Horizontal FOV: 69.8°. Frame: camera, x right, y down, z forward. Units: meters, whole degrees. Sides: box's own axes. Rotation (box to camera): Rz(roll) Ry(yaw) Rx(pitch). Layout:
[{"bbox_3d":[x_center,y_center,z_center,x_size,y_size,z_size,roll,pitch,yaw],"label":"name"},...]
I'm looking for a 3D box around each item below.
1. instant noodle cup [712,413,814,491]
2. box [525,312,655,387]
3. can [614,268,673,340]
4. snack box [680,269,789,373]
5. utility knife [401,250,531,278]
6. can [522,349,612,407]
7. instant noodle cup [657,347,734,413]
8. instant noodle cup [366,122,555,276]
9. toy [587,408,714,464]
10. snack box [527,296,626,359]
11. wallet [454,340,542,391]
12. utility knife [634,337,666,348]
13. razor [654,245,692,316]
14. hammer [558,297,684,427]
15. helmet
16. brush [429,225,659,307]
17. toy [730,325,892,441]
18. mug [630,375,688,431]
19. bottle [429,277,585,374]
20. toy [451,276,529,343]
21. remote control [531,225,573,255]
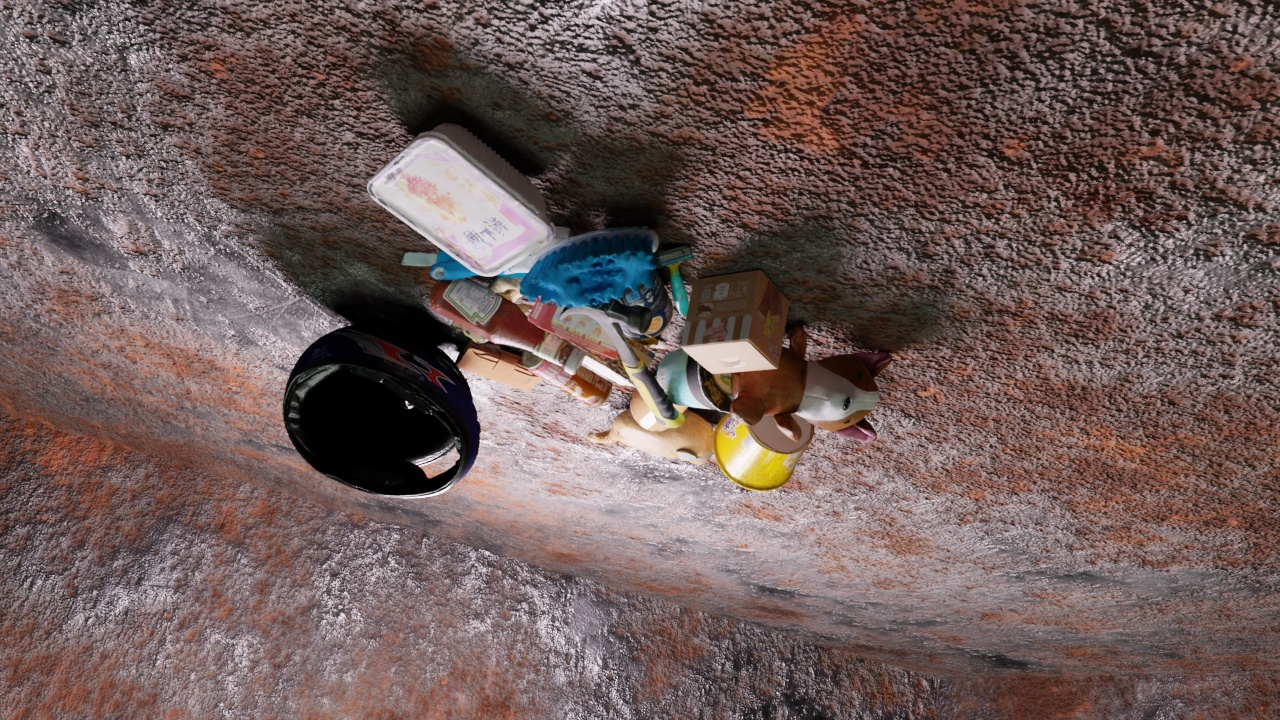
[{"bbox_3d":[0.188,0.110,1.363,0.138,0.137,0.110,16,147,-6],"label":"instant noodle cup"},{"bbox_3d":[-0.070,-0.027,1.248,0.184,0.060,0.090,35,166,-39],"label":"box"},{"bbox_3d":[-0.009,-0.083,1.093,0.075,0.075,0.111,5,155,19],"label":"can"},{"bbox_3d":[0.113,-0.044,1.091,0.093,0.094,0.077,-5,151,36],"label":"snack box"},{"bbox_3d":[-0.223,-0.125,1.170,0.198,0.034,0.018,5,-165,22],"label":"utility knife"},{"bbox_3d":[-0.109,0.019,1.394,0.058,0.057,0.147,-9,148,42],"label":"can"},{"bbox_3d":[0.087,0.020,1.250,0.111,0.111,0.121,27,161,-28],"label":"instant noodle cup"},{"bbox_3d":[-0.182,-0.176,0.970,0.173,0.060,0.138,35,140,-31],"label":"instant noodle cup"},{"bbox_3d":[0.016,0.118,1.524,0.226,0.082,0.143,9,148,17],"label":"toy"},{"bbox_3d":[-0.068,-0.058,1.143,0.025,0.075,0.152,29,-176,39],"label":"snack box"},{"bbox_3d":[-0.224,0.010,1.472,0.131,0.031,0.108,20,157,-19],"label":"wallet"},{"bbox_3d":[-0.028,-0.050,1.250,0.170,0.015,0.033,31,154,-34],"label":"utility knife"},{"bbox_3d":[0.045,-0.093,1.099,0.043,0.028,0.133,-19,150,-1],"label":"razor"},{"bbox_3d":[-0.007,0.007,1.157,0.126,0.031,0.323,19,160,26],"label":"hammer"},{"bbox_3d":[-0.379,0.072,1.423,0.315,0.248,0.240,20,-163,4],"label":"helmet"},{"bbox_3d":[-0.122,-0.103,1.049,0.315,0.109,0.060,-10,127,19],"label":"brush"},{"bbox_3d":[0.217,0.034,1.156,0.199,0.140,0.130,12,-169,-13],"label":"toy"},{"bbox_3d":[0.043,0.049,1.370,0.078,0.078,0.123,20,150,-15],"label":"mug"},{"bbox_3d":[-0.166,-0.044,1.160,0.206,0.059,0.060,28,157,4],"label":"bottle"},{"bbox_3d":[-0.189,-0.075,1.221,0.105,0.066,0.158,12,146,-36],"label":"toy"},{"bbox_3d":[-0.101,-0.121,1.124,0.056,0.019,0.135,5,155,10],"label":"remote control"}]
